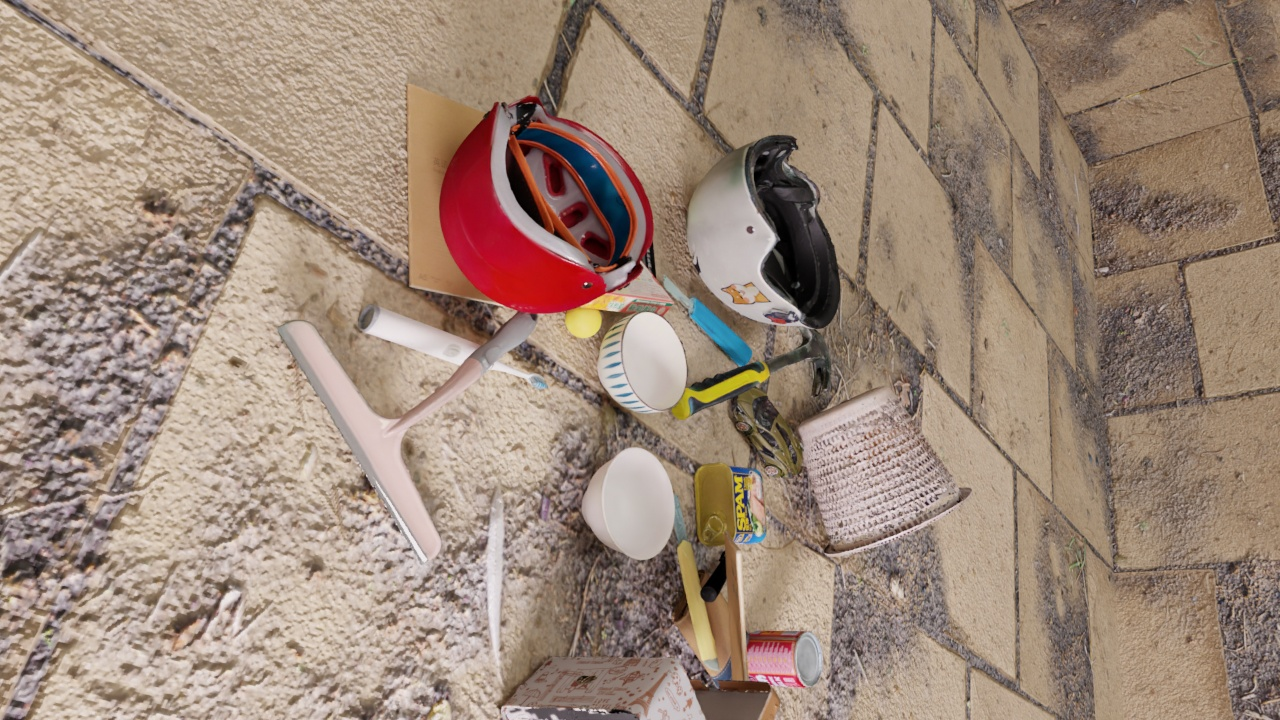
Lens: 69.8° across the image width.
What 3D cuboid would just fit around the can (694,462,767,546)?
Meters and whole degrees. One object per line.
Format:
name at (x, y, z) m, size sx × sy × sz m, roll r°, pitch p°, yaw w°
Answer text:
can at (0.116, 0.183, 1.161) m, size 0.083 × 0.057 × 0.102 m, roll 13°, pitch 70°, yaw -51°

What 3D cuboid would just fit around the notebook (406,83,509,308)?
notebook at (-0.175, -0.163, 0.941) m, size 0.149 × 0.012 × 0.211 m, roll 10°, pitch 72°, yaw -48°

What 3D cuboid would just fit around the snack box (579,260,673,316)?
snack box at (-0.034, -0.090, 1.049) m, size 0.155 × 0.027 × 0.077 m, roll 3°, pitch 43°, yaw -50°

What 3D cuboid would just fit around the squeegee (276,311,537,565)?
squeegee at (-0.165, 0.012, 0.845) m, size 0.248 × 0.040 × 0.248 m, roll -45°, pitch 119°, yaw -41°

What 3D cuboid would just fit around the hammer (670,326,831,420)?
hammer at (0.156, 0.020, 1.240) m, size 0.322 × 0.032 × 0.126 m, roll -20°, pitch 85°, yaw -43°

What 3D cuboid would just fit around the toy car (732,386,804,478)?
toy car at (0.177, 0.099, 1.274) m, size 0.158 × 0.042 × 0.070 m, roll 51°, pitch 45°, yaw -25°

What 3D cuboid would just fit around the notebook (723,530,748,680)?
notebook at (0.107, 0.303, 1.017) m, size 0.148 × 0.008 × 0.207 m, roll 84°, pitch 3°, yaw -87°

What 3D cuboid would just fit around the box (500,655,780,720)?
box at (0.011, 0.338, 0.887) m, size 0.192 × 0.184 × 0.157 m, roll -37°, pitch 108°, yaw -50°

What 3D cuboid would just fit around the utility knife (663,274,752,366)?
utility knife at (0.090, -0.053, 1.225) m, size 0.204 × 0.018 × 0.034 m, roll 40°, pitch 53°, yaw -39°

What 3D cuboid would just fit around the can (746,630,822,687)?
can at (0.170, 0.371, 1.142) m, size 0.066 × 0.094 × 0.066 m, roll 18°, pitch 66°, yaw -47°

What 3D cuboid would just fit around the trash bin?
trash bin at (0.332, 0.151, 1.329) m, size 0.226 × 0.228 × 0.192 m, roll -17°, pitch 81°, yaw -51°

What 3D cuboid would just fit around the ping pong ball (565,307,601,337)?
ping pong ball at (-0.063, -0.045, 1.019) m, size 0.040 × 0.040 × 0.040 m, roll 18°, pitch 66°, yaw -47°

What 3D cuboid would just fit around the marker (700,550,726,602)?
marker at (0.096, 0.259, 1.111) m, size 0.022 × 0.020 × 0.131 m, roll 56°, pitch 19°, yaw 4°

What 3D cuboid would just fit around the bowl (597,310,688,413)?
bowl at (-0.006, 0.006, 1.054) m, size 0.116 × 0.066 × 0.116 m, roll 19°, pitch 65°, yaw -46°

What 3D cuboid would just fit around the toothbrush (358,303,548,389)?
toothbrush at (-0.172, -0.007, 0.888) m, size 0.220 × 0.027 × 0.026 m, roll 24°, pitch 21°, yaw -45°

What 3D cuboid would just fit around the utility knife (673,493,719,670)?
utility knife at (0.062, 0.257, 1.067) m, size 0.030 × 0.021 × 0.206 m, roll 6°, pitch 71°, yaw -51°

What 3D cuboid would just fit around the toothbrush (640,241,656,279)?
toothbrush at (0.009, -0.071, 1.130) m, size 0.027 × 0.026 × 0.212 m, roll -1°, pitch 80°, yaw -16°

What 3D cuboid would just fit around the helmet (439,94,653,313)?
helmet at (-0.101, -0.138, 0.902) m, size 0.207 × 0.144 × 0.239 m, roll 58°, pitch 28°, yaw 0°

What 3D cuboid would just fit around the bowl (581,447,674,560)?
bowl at (-0.024, 0.157, 0.990) m, size 0.118 × 0.065 × 0.118 m, roll 19°, pitch 65°, yaw -47°

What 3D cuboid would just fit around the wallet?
wallet at (0.085, 0.322, 1.103) m, size 0.115 × 0.033 × 0.090 m, roll 58°, pitch 39°, yaw -20°

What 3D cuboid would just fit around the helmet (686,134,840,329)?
helmet at (0.152, -0.156, 1.225) m, size 0.274 × 0.157 × 0.229 m, roll 50°, pitch 43°, yaw -45°
